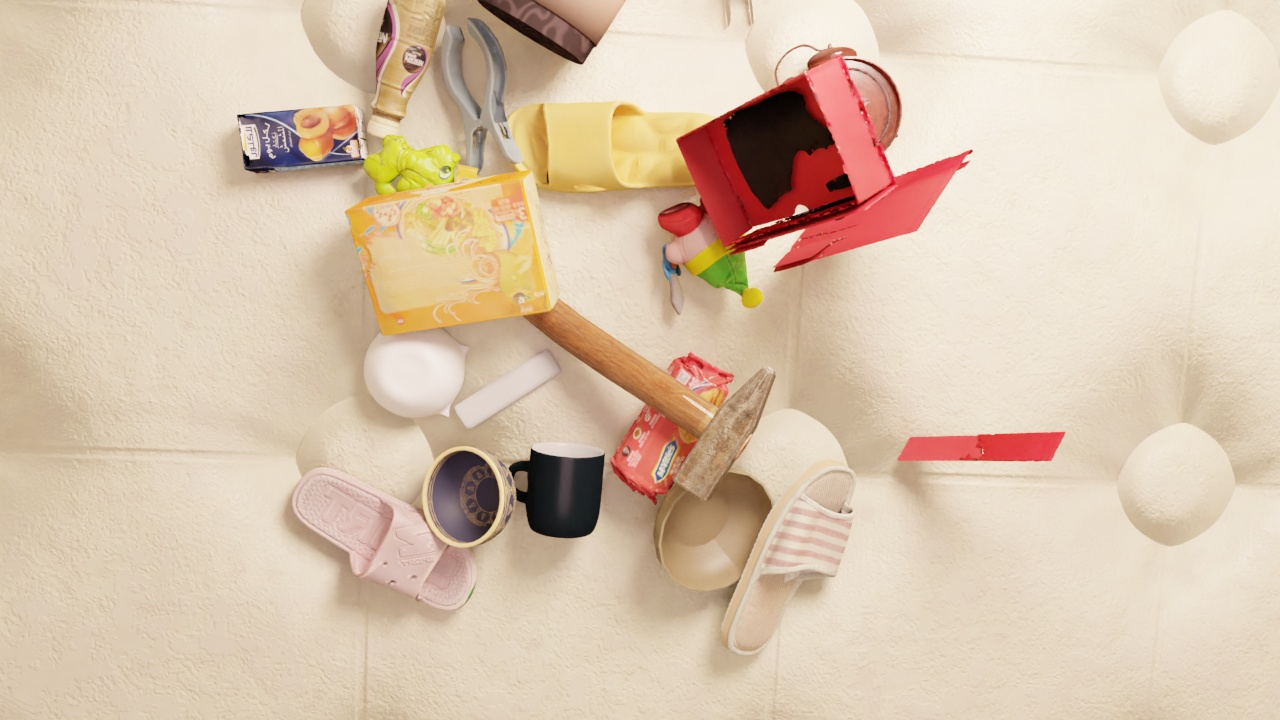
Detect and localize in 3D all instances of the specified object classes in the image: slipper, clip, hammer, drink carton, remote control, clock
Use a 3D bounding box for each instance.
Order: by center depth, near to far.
[{"bbox_3d":[-0.163,-0.292,1.001,0.112,0.028,0.163,-2,103,34],"label":"clip"},{"bbox_3d":[-0.372,-0.243,1.012,0.130,0.040,0.064,-6,95,-4],"label":"drink carton"},{"bbox_3d":[-0.006,0.006,1.018,0.301,0.037,0.158,34,93,14],"label":"hammer"},{"bbox_3d":[-0.024,-0.237,1.021,0.263,0.078,0.099,0,99,-2],"label":"slipper"},{"bbox_3d":[0.107,-0.431,1.028,0.056,0.056,0.102,-4,97,28],"label":"clip"},{"bbox_3d":[0.217,-0.288,1.036,0.120,0.072,0.157,-42,98,0],"label":"clock"},{"bbox_3d":[-0.293,0.206,1.053,0.239,0.064,0.094,33,92,-5],"label":"slipper"},{"bbox_3d":[-0.155,0.034,1.071,0.131,0.012,0.033,-32,97,-1],"label":"remote control"},{"bbox_3d":[0.182,0.240,1.082,0.115,0.052,0.263,22,98,-38],"label":"slipper"}]

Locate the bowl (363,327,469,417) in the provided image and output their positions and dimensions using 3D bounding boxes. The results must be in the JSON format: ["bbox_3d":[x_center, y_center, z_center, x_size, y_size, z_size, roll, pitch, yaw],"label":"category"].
[{"bbox_3d":[-0.260,0.012,1.041,0.114,0.050,0.115,0,96,-4],"label":"bowl"}]

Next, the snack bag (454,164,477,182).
[{"bbox_3d":[-0.199,-0.169,1.034,0.026,0.020,0.099,9,108,-1],"label":"snack bag"}]

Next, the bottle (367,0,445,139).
[{"bbox_3d":[-0.262,-0.325,1.004,0.059,0.059,0.166,18,103,-6],"label":"bottle"}]

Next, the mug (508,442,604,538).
[{"bbox_3d":[-0.103,0.146,1.058,0.122,0.085,0.094,7,96,23],"label":"mug"}]

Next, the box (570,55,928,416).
[{"bbox_3d":[0.074,-0.122,0.864,0.350,0.217,0.198,-36,104,-28],"label":"box"}]

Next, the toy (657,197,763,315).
[{"bbox_3d":[0.081,-0.120,1.036,0.124,0.097,0.131,-29,117,-11],"label":"toy"}]

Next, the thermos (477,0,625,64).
[{"bbox_3d":[-0.061,-0.444,0.958,0.172,0.172,0.226,29,99,-7],"label":"thermos"}]

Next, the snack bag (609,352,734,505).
[{"bbox_3d":[0.033,0.074,1.061,0.082,0.082,0.176,32,92,-7],"label":"snack bag"}]

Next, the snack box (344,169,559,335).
[{"bbox_3d":[-0.198,-0.119,0.997,0.195,0.080,0.145,-8,111,9],"label":"snack box"}]

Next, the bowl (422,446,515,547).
[{"bbox_3d":[-0.186,0.155,1.051,0.113,0.061,0.112,-3,84,27],"label":"bowl"}]

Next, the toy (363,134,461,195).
[{"bbox_3d":[-0.251,-0.211,1.020,0.094,0.036,0.093,-45,115,3],"label":"toy"}]

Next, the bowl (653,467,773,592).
[{"bbox_3d":[0.079,0.190,1.072,0.152,0.050,0.152,-7,109,-23],"label":"bowl"}]
